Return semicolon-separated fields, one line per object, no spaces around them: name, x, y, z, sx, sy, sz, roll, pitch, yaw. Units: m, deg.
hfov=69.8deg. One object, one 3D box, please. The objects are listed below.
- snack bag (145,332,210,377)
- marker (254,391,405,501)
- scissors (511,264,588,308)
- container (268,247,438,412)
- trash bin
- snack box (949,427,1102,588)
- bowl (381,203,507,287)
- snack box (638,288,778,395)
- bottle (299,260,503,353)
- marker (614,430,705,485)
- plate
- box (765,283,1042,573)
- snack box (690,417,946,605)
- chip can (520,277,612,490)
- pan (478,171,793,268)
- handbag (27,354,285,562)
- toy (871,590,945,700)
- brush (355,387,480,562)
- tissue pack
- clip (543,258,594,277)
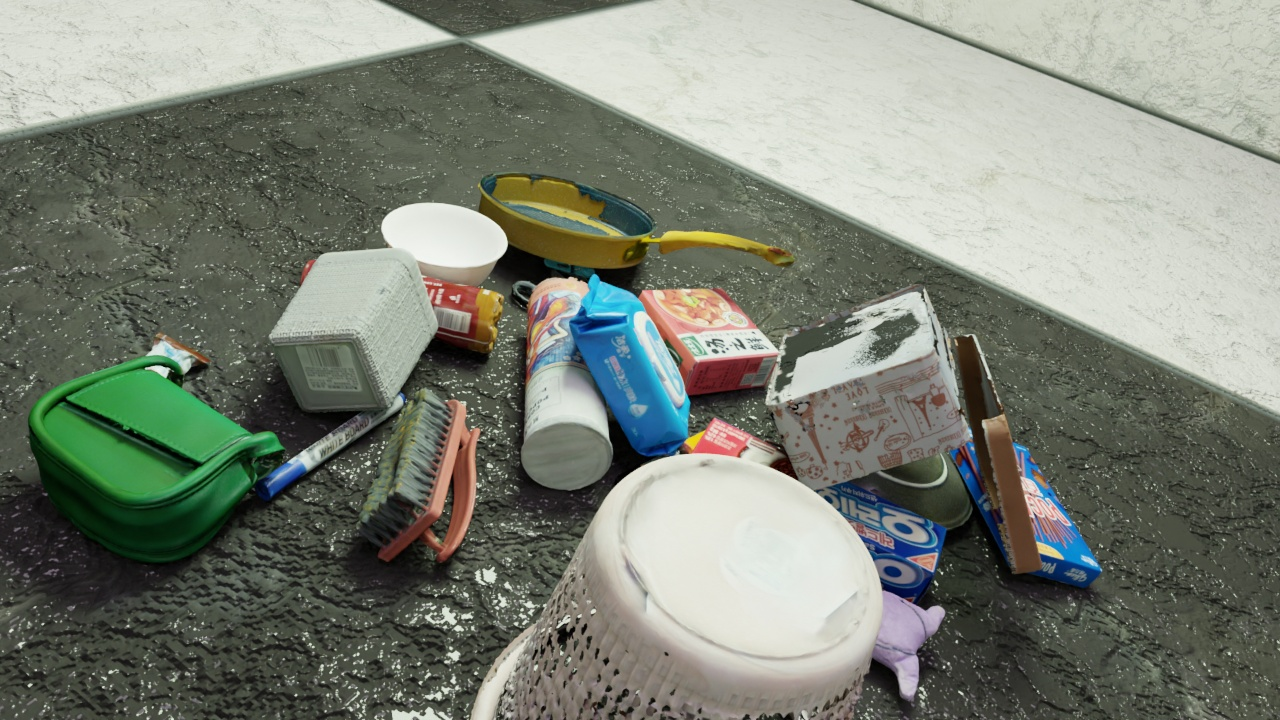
snack bag;-0.374;0.015;0.699;0.048;0.026;0.104;29;36;-7
marker;-0.232;0.061;0.700;0.017;0.017;0.145;28;36;16
scissors;-0.052;-0.048;0.927;0.159;0.014;0.170;7;37;-13
container;-0.231;-0.022;0.741;0.090;0.090;0.114;-3;37;11
trash bin;0.030;0.168;0.508;0.227;0.193;0.227;11;35;-8
snack box;0.337;0.126;0.819;0.084;0.026;0.157;18;33;-19
bowl;-0.193;-0.096;0.891;0.118;0.065;0.118;10;35;-7
snack box;0.052;-0.020;0.896;0.126;0.044;0.113;-6;43;-33
bottle;-0.215;-0.052;0.827;0.175;0.058;0.057;13;35;-5
marker;0.026;0.083;0.778;0.123;0.015;0.018;-21;48;-38
plate;0.221;0.082;0.829;0.179;0.024;0.179;17;30;-10
box;0.213;0.062;0.732;0.157;0.193;0.182;-19;15;21
snack box;0.134;0.121;0.731;0.207;0.057;0.058;25;39;12
chip can;-0.065;0.011;0.790;0.071;0.071;0.214;8;35;-11
pan;-0.010;-0.140;0.974;0.358;0.078;0.197;26;26;20
handbag;-0.322;0.062;0.612;0.131;0.068;0.119;30;41;17
toy;0.159;0.188;0.665;0.108;0.039;0.083;27;45;12
brush;-0.153;0.081;0.675;0.069;0.063;0.145;39;26;-23
tissue pack;-0.005;0.004;0.760;0.052;0.157;0.094;-25;13;12
clip;-0.074;-0.101;0.964;0.057;0.015;0.049;12;28;-6
